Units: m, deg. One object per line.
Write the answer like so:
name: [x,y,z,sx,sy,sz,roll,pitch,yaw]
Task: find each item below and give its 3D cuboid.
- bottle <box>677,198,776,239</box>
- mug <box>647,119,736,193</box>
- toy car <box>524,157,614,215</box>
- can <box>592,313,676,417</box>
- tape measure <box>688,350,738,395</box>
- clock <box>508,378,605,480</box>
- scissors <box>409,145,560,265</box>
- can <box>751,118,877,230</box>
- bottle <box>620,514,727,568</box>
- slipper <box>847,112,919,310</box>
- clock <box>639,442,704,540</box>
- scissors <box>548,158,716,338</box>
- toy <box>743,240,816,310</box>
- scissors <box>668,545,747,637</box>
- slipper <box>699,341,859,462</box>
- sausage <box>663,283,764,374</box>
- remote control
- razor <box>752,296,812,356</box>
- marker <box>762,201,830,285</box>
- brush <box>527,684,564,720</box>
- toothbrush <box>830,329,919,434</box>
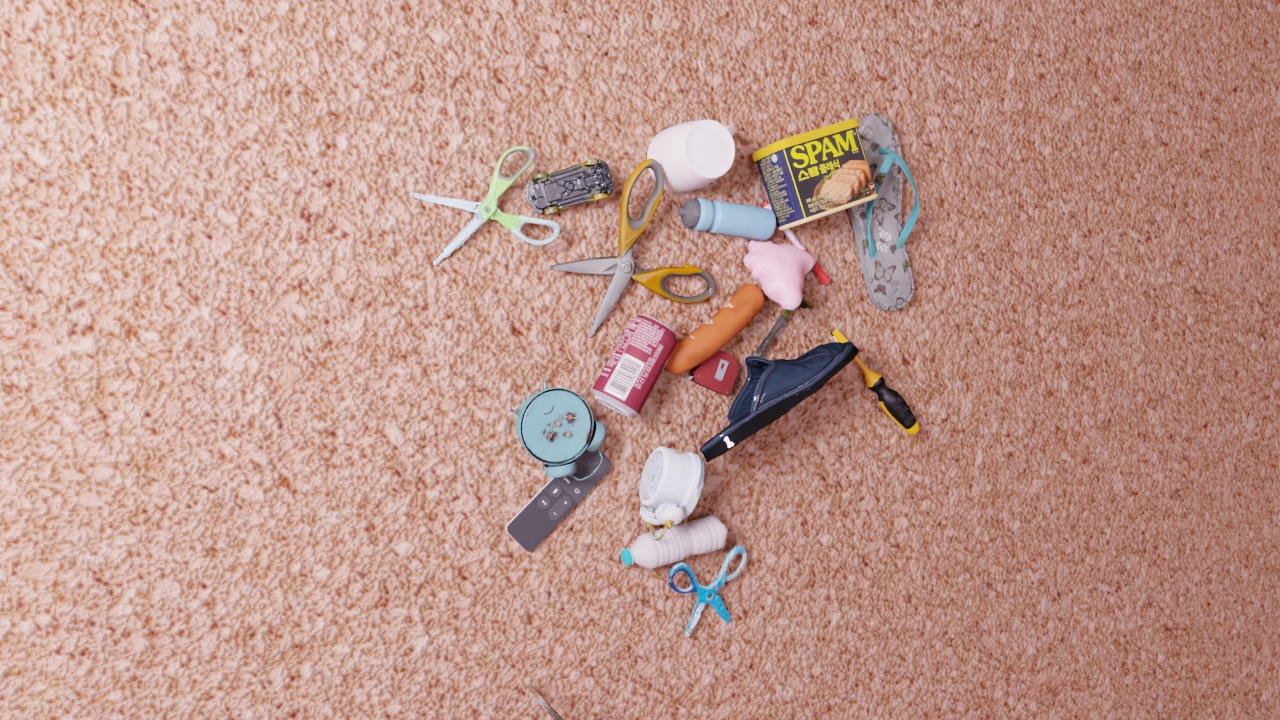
bottle: [0.106,-0.178,1.147,0.130,0.040,0.040,4,91,-24]
mug: [0.075,-0.255,1.104,0.114,0.088,0.081,-36,106,-18]
toy car: [-0.083,-0.202,1.067,0.107,0.030,0.049,-17,100,-8]
can: [-0.006,0.006,1.094,0.063,0.063,0.114,32,81,-22]
tape measure: [0.095,0.012,1.164,0.059,0.019,0.051,24,84,-23]
clock: [-0.093,0.085,1.067,0.090,0.053,0.124,-42,108,-15]
scissors: [-0.168,-0.165,1.030,0.165,0.024,0.171,41,88,-20]
can: [0.225,-0.236,1.172,0.135,0.075,0.104,-21,96,-23]
bottle: [0.041,0.228,1.139,0.136,0.044,0.044,-11,97,-23]
slipper: [0.329,-0.199,1.240,0.098,0.055,0.269,-11,99,-21]
clock: [0.035,0.160,1.110,0.057,0.083,0.117,19,74,-18]
scissors: [-0.001,-0.130,1.101,0.225,0.016,0.230,1,105,-26]
toy: [0.175,-0.116,1.171,0.093,0.050,0.102,25,51,-3]
scissors: [0.082,0.288,1.166,0.140,0.011,0.134,30,89,-34]
slipper: [0.164,0.025,1.150,0.264,0.109,0.083,-32,85,-26]
sausage: [0.093,-0.037,1.149,0.164,0.039,0.044,-39,68,-17]
remote control: [-0.096,0.162,1.094,0.146,0.008,0.045,-45,109,-15]
razor: [0.179,-0.045,1.199,0.042,0.026,0.105,40,81,-23]
marker: [0.206,-0.155,1.209,0.012,0.013,0.142,-47,109,-15]
brush: [-0.106,0.386,1.028,0.008,0.143,0.045,-44,100,-17]
toothbrush: [0.324,0.031,1.262,0.031,0.031,0.196,-45,106,-11]
